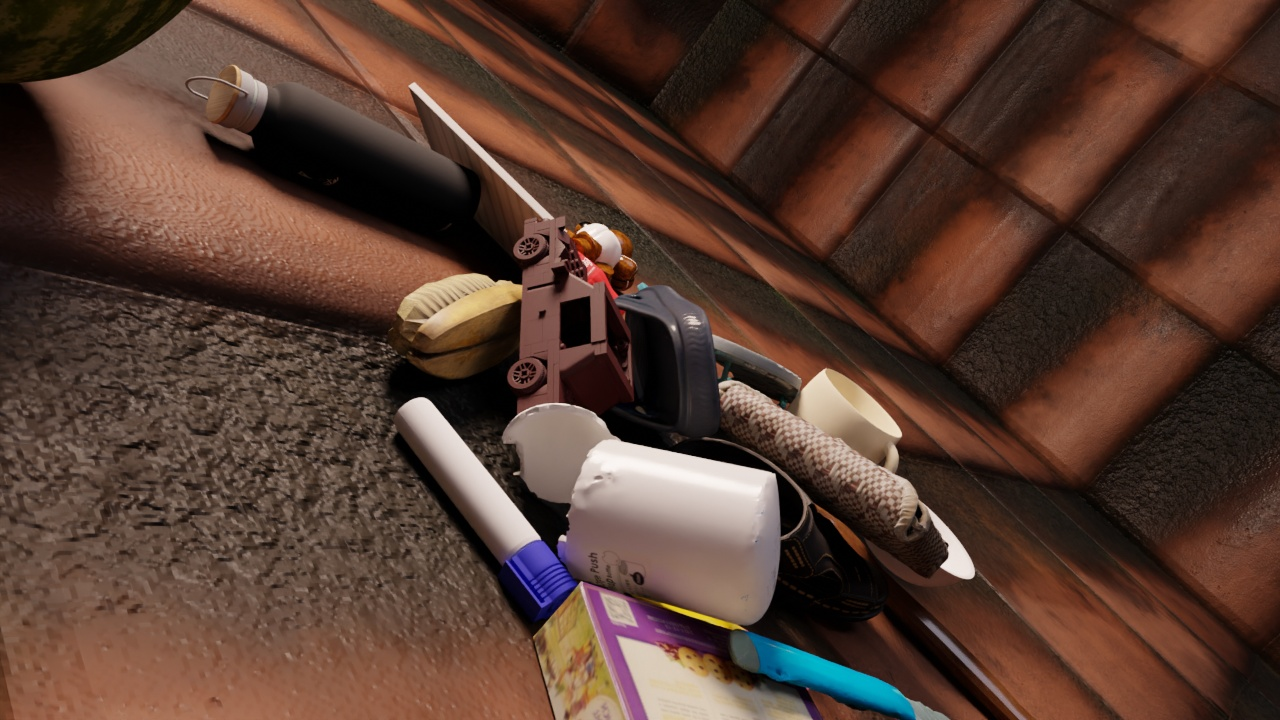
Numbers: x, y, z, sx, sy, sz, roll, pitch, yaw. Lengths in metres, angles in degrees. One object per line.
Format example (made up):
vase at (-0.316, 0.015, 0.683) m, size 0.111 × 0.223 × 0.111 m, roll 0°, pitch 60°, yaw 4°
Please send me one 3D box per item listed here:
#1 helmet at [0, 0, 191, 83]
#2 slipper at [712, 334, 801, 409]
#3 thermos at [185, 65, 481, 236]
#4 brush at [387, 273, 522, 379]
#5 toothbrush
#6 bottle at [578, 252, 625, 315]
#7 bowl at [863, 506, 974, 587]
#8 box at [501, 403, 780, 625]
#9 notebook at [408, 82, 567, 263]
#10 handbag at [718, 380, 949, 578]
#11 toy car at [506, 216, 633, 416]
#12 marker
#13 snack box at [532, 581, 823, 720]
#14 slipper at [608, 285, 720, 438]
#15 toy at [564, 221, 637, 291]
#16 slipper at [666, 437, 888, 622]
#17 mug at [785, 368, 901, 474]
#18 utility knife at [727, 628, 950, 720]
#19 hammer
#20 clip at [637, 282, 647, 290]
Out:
helmet at (-0.316, -0.248, 0.438) m, size 0.213 × 0.248 × 0.242 m, roll 50°, pitch 51°, yaw -28°
slipper at (0.114, 0.030, 0.918) m, size 0.098 × 0.054 × 0.268 m, roll 19°, pitch -4°, yaw 20°
thermos at (-0.230, -0.162, 0.703) m, size 0.231 × 0.061 × 0.061 m, roll 20°, pitch 25°, yaw -47°
brush at (-0.109, -0.026, 0.605) m, size 0.043 × 0.059 × 0.195 m, roll 31°, pitch 14°, yaw 6°
toothbrush at (0.048, 0.156, 0.528) m, size 0.135 × 0.016 × 0.021 m, roll 34°, pitch 13°, yaw -16°
bottle at (-0.061, -0.085, 0.901) m, size 0.119 × 0.036 × 0.036 m, roll 39°, pitch 16°, yaw -2°
bowl at (0.217, 0.149, 0.754) m, size 0.110 × 0.041 × 0.109 m, roll 33°, pitch 21°, yaw -15°
box at (-0.007, 0.078, 0.478) m, size 0.166 × 0.083 × 0.092 m, roll 10°, pitch 43°, yaw 14°
notebook at (-0.125, -0.135, 0.812) m, size 0.210 × 0.009 × 0.143 m, roll 45°, pitch -17°, yaw 21°
handbag at (0.139, 0.083, 0.675) m, size 0.186 × 0.047 × 0.124 m, roll 33°, pitch -8°, yaw 34°
toy car at (-0.043, -0.015, 0.581) m, size 0.070 × 0.062 × 0.169 m, roll 63°, pitch 19°, yaw -52°
marker at (-0.082, 0.072, 0.464) m, size 0.027 × 0.023 × 0.133 m, roll -18°, pitch 56°, yaw -45°
snack box at (0.036, 0.178, 0.400) m, size 0.143 × 0.041 × 0.148 m, roll 28°, pitch 19°, yaw -33°
slipper at (-0.004, 0.004, 0.680) m, size 0.083 × 0.111 × 0.268 m, roll -7°, pitch 7°, yaw -8°
toy at (-0.047, -0.114, 0.978) m, size 0.087 × 0.067 × 0.112 m, roll 43°, pitch 26°, yaw 14°
slipper at (0.084, 0.108, 0.628) m, size 0.267 × 0.076 × 0.113 m, roll 28°, pitch 20°, yaw -33°
mug at (0.184, 0.083, 0.866) m, size 0.096 × 0.100 × 0.120 m, roll 17°, pitch 29°, yaw -49°
utility knife at (0.114, 0.175, 0.483) m, size 0.205 × 0.015 × 0.031 m, roll 28°, pitch 19°, yaw -32°
hammer at (0.216, 0.200, 0.750) m, size 0.323 × 0.033 × 0.115 m, roll 46°, pitch 19°, yaw 21°
clip at (0.027, -0.017, 0.817) m, size 0.028 × 0.114 × 0.127 m, roll 20°, pitch 38°, yaw -57°
